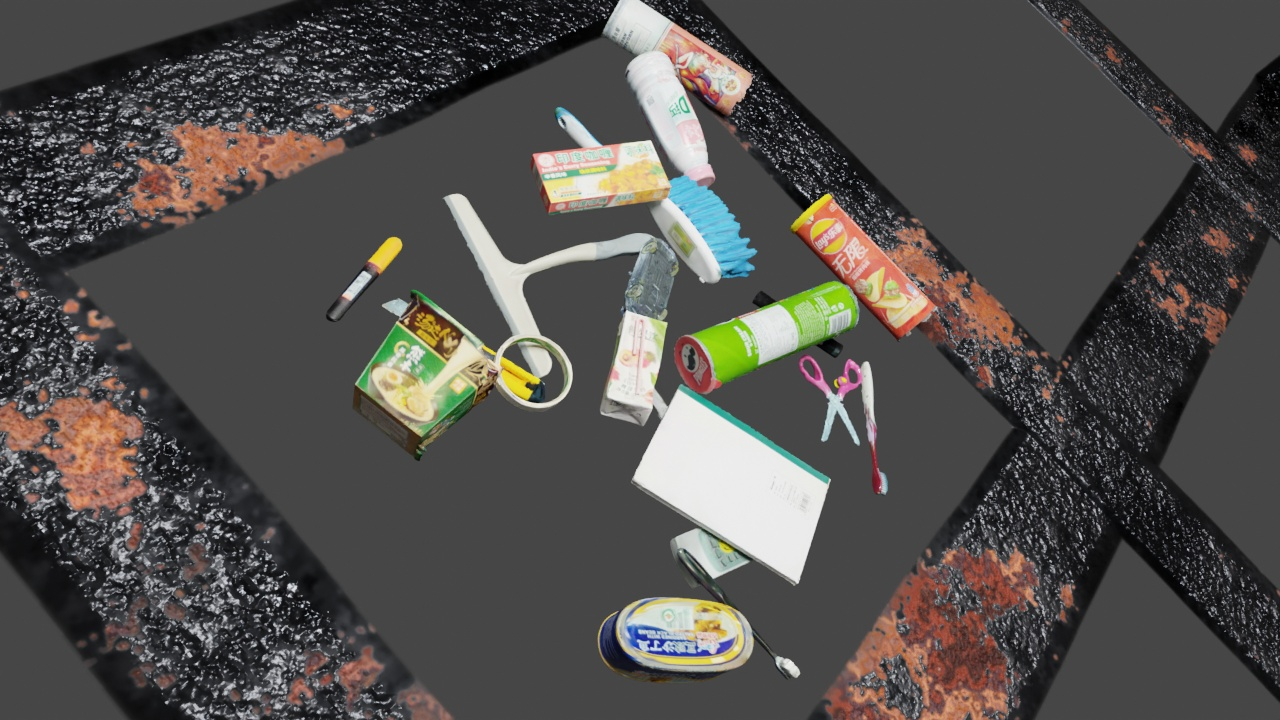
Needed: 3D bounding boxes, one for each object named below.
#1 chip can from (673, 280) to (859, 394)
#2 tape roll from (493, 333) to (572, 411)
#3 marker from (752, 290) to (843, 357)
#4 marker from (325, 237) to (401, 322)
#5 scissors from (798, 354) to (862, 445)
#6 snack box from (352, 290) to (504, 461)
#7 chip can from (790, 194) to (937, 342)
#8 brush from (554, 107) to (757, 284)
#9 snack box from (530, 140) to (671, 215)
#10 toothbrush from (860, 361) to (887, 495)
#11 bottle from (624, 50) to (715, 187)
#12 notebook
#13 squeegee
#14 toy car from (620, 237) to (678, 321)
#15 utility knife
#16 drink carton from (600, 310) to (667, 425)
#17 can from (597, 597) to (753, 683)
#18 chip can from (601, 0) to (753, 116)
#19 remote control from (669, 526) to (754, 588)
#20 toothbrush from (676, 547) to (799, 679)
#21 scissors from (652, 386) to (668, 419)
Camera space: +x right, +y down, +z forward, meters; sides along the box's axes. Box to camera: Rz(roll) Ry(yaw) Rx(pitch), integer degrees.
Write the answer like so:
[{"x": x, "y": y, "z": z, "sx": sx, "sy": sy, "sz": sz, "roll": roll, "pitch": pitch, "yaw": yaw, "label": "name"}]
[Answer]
[{"x": 0.155, "y": -0.031, "z": 1.100, "sx": 0.235, "sy": 0.072, "sz": 0.072, "roll": -21, "pitch": 73, "yaw": -28, "label": "chip can"}, {"x": -0.114, "y": 0.012, "z": 0.970, "sx": 0.085, "sy": 0.014, "sz": 0.085, "roll": 11, "pitch": 62, "yaw": -22, "label": "tape roll"}, {"x": 0.203, "y": -0.046, "z": 1.182, "sx": 0.132, "sy": 0.020, "sz": 0.022, "roll": 33, "pitch": 43, "yaw": -5, "label": "marker"}, {"x": -0.289, "y": -0.085, "z": 0.960, "sx": 0.018, "sy": 0.015, "sz": 0.123, "roll": 33, "pitch": 55, "yaw": -4, "label": "marker"}, {"x": 0.238, "y": 0.044, "z": 1.150, "sx": 0.124, "sy": 0.017, "sz": 0.133, "roll": 32, "pitch": 56, "yaw": -9, "label": "scissors"}, {"x": -0.214, "y": 0.021, "z": 0.881, "sx": 0.117, "sy": 0.118, "sz": 0.105, "roll": 39, "pitch": 62, "yaw": -2, "label": "snack box"}, {"x": 0.303, "y": -0.126, "z": 1.246, "sx": 0.216, "sy": 0.073, "sz": 0.073, "roll": 46, "pitch": 52, "yaw": 4, "label": "chip can"}, {"x": 0.018, "y": -0.220, "z": 1.173, "sx": 0.109, "sy": 0.061, "sz": 0.314, "roll": -27, "pitch": 74, "yaw": -32, "label": "brush"}, {"x": -0.048, "y": -0.222, "z": 1.114, "sx": 0.155, "sy": 0.027, "sz": 0.077, "roll": -12, "pitch": 64, "yaw": -20, "label": "snack box"}, {"x": 0.294, "y": 0.083, "z": 1.154, "sx": 0.017, "sy": 0.016, "sz": 0.187, "roll": 19, "pitch": 55, "yaw": -26, "label": "toothbrush"}, {"x": 0.043, "y": -0.319, "z": 1.234, "sx": 0.068, "sy": 0.068, "sz": 0.197, "roll": -13, "pitch": 73, "yaw": -32, "label": "bottle"}, {"x": 0.105, "y": 0.132, "z": 1.009, "sx": 0.209, "sy": 0.012, "sz": 0.150, "roll": 33, "pitch": 49, "yaw": -4, "label": "notebook"}, {"x": -0.067, "y": -0.122, "z": 1.077, "sx": 0.246, "sy": 0.039, "sz": 0.246, "roll": -18, "pitch": 71, "yaw": -34, "label": "squeegee"}, {"x": 0.011, "y": -0.092, "z": 1.094, "sx": 0.054, "sy": 0.037, "sz": 0.120, "roll": 42, "pitch": 51, "yaw": -32, "label": "toy car"}, {"x": -0.183, "y": -0.011, "z": 0.967, "sx": 0.197, "sy": 0.015, "sz": 0.033, "roll": 32, "pitch": 53, "yaw": -7, "label": "utility knife"}, {"x": -0.006, "y": 0.006, "z": 1.021, "sx": 0.053, "sy": 0.046, "sz": 0.122, "roll": 16, "pitch": 56, "yaw": -8, "label": "drink carton"}, {"x": 0.035, "y": 0.271, "z": 0.891, "sx": 0.148, "sy": 0.049, "sz": 0.074, "roll": 10, "pitch": 58, "yaw": -22, "label": "can"}, {"x": 0.054, "y": -0.433, "z": 1.302, "sx": 0.214, "sy": 0.071, "sz": 0.071, "roll": 30, "pitch": 53, "yaw": -8, "label": "chip can"}, {"x": 0.096, "y": 0.196, "z": 0.984, "sx": 0.134, "sy": 0.019, "sz": 0.056, "roll": -15, "pitch": 70, "yaw": -33, "label": "remote control"}, {"x": 0.099, "y": 0.258, "z": 0.937, "sx": 0.181, "sy": 0.018, "sz": 0.015, "roll": 48, "pitch": 61, "yaw": -3, "label": "toothbrush"}, {"x": 0.024, "y": 0.063, "z": 1.031, "sx": 0.173, "sy": 0.014, "sz": 0.140, "roll": 26, "pitch": 52, "yaw": -11, "label": "scissors"}]
